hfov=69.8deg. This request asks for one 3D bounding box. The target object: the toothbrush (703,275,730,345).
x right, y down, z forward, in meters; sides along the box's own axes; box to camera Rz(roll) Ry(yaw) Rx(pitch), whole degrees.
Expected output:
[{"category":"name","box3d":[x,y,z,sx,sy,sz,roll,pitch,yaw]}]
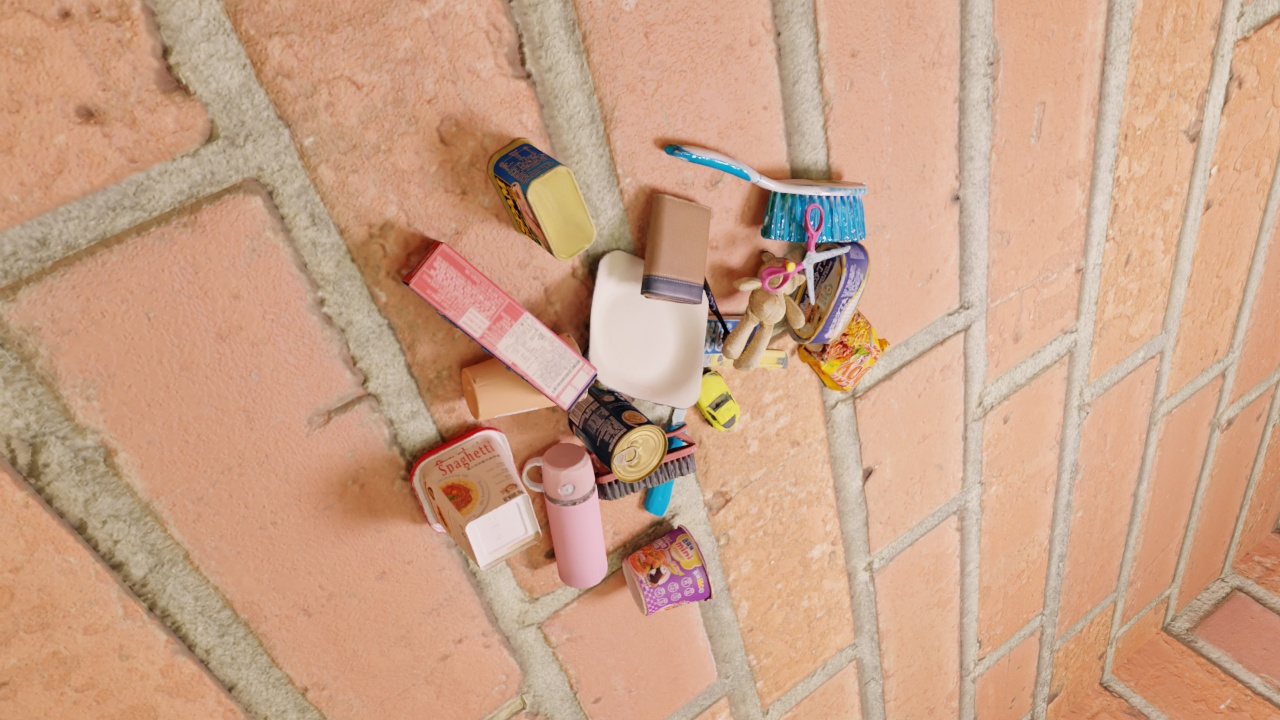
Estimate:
[{"category":"toothbrush","box3d":[0.079,-0.080,1.103,0.016,0.014,0.189,-56,131,-40]}]

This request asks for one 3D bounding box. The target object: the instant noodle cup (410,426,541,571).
[{"category":"instant noodle cup","box3d":[-0.175,0.154,1.009,0.116,0.124,0.117,-27,129,-21]}]

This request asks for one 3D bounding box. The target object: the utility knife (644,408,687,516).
[{"category":"utility knife","box3d":[0.039,0.129,1.223,0.034,0.018,0.182,6,113,-20]}]

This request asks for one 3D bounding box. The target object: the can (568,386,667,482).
[{"category":"can","box3d":[-0.029,0.084,1.082,0.075,0.111,0.075,-17,124,-27]}]

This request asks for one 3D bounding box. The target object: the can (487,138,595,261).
[{"category":"can","box3d":[-0.095,-0.156,0.902,0.057,0.083,0.102,-36,132,-13]}]

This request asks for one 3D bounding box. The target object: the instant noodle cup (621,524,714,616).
[{"category":"instant noodle cup","box3d":[0.034,0.296,1.269,0.099,0.111,0.112,-19,127,-16]}]

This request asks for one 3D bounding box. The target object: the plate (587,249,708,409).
[{"category":"plate","box3d":[0.004,-0.031,1.046,0.163,0.034,0.164,19,68,-33]}]

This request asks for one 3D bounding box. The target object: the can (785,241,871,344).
[{"category":"can","box3d":[0.243,-0.087,1.195,0.049,0.074,0.148,-4,129,-33]}]

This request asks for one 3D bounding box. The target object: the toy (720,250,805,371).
[{"category":"toy","box3d":[0.150,-0.060,1.134,0.105,0.066,0.157,31,71,-9]}]

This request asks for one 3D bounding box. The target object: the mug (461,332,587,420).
[{"category":"mug","box3d":[-0.128,0.022,1.000,0.122,0.078,0.078,-16,125,-22]}]

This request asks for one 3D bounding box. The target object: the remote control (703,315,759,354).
[{"category":"remote control","box3d":[0.103,-0.033,1.165,0.124,0.024,0.049,0,117,-35]}]

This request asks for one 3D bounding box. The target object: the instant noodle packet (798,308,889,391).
[{"category":"instant noodle packet","box3d":[0.291,-0.015,1.302,0.111,0.044,0.128,-48,134,4]}]

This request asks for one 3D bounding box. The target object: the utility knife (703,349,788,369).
[{"category":"utility knife","box3d":[0.132,-0.002,1.217,0.183,0.019,0.031,2,109,-32]}]

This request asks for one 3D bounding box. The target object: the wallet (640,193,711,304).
[{"category":"wallet","box3d":[0.040,-0.123,1.034,0.090,0.033,0.115,5,92,-40]}]

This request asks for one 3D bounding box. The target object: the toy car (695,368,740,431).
[{"category":"toy car","box3d":[0.101,0.055,1.214,0.048,0.032,0.105,-41,132,-8]}]

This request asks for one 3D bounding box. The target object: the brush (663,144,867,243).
[{"category":"brush","box3d":[0.154,-0.195,1.087,0.313,0.060,0.109,-5,114,-31]}]

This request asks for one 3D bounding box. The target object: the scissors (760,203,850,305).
[{"category":"scissors","box3d":[0.200,-0.125,1.104,0.133,0.017,0.134,-18,119,-22]}]

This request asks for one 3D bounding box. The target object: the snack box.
[{"category":"snack box","box3d":[-0.138,-0.032,0.917,0.207,0.057,0.058,41,83,-22]}]

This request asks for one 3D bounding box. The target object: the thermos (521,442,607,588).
[{"category":"thermos","box3d":[-0.092,0.194,1.142,0.087,0.067,0.199,-6,126,1]}]

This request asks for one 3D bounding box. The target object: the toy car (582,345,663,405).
[{"category":"toy car","box3d":[-0.007,0.006,1.097,0.158,0.042,0.070,17,105,-38]}]

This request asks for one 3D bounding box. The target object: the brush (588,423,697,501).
[{"category":"brush","box3d":[0.006,0.126,1.164,0.145,0.063,0.069,-16,91,-20]}]
